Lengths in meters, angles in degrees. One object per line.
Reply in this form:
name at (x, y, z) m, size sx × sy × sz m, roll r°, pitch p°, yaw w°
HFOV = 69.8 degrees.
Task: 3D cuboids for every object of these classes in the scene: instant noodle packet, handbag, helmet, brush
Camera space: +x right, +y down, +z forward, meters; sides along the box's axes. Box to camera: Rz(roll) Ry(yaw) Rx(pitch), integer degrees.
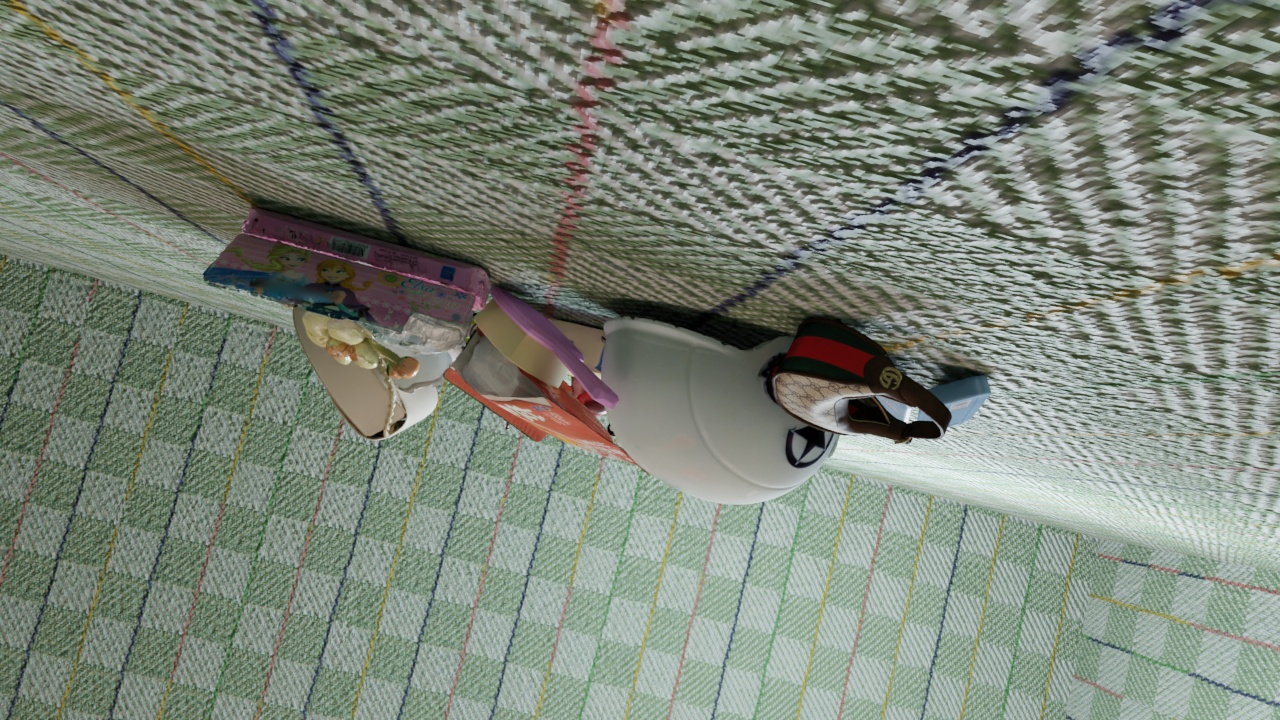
instant noodle packet at (-0.093, 0.050, 0.993) m, size 0.164 × 0.084 × 0.221 m, roll 41°, pitch 168°, yaw -35°
handbag at (-0.341, -0.009, 1.162) m, size 0.103 × 0.208 × 0.210 m, roll -30°, pitch -177°, yaw 3°
helmet at (0.070, 0.055, 0.912) m, size 0.263 × 0.163 × 0.237 m, roll 21°, pitch 170°, yaw -41°
handbag at (0.180, 0.030, 0.745) m, size 0.138 × 0.063 × 0.166 m, roll 26°, pitch 167°, yaw 18°
handbag at (-0.270, -0.043, 0.989) m, size 0.171 × 0.123 × 0.113 m, roll 15°, pitch 159°, yaw -18°
brush at (-0.092, -0.003, 0.905) m, size 0.089 × 0.043 × 0.228 m, roll 33°, pitch -174°, yaw -40°

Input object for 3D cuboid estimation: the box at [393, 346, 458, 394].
box at (-0.259, -0.019, 1.122) m, size 0.083 × 0.143 × 0.137 m, roll -9°, pitch 169°, yaw 4°

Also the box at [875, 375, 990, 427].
box at (0.260, 0.040, 0.867) m, size 0.120 × 0.049 × 0.209 m, roll 11°, pitch 172°, yaw 16°

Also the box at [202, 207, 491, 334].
box at (-0.261, -0.087, 0.850) m, size 0.230 × 0.066 × 0.158 m, roll 15°, pitch -162°, yaw -3°

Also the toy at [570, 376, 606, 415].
toy at (-0.062, 0.030, 1.285) m, size 0.097 × 0.124 × 0.131 m, roll 50°, pitch -179°, yaw -39°

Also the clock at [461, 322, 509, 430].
clock at (-0.172, 0.007, 1.218) m, size 0.121 × 0.158 × 0.072 m, roll -21°, pitch -153°, yaw 8°

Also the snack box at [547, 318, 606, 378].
snack box at (-0.007, 0.007, 1.134) m, size 0.207 × 0.055 × 0.153 m, roll 13°, pitch 174°, yaw 10°

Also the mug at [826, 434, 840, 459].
mug at (0.220, 0.084, 1.263) m, size 0.090 × 0.073 × 0.105 m, roll 11°, pitch 152°, yaw 28°

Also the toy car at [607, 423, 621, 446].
toy car at (-0.019, 0.064, 1.351) m, size 0.055 × 0.153 × 0.056 m, roll -32°, pitch 139°, yaw 26°

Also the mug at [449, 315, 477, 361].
mug at (-0.243, -0.023, 1.283) m, size 0.106 × 0.082 × 0.083 m, roll 18°, pitch 173°, yaw -38°
